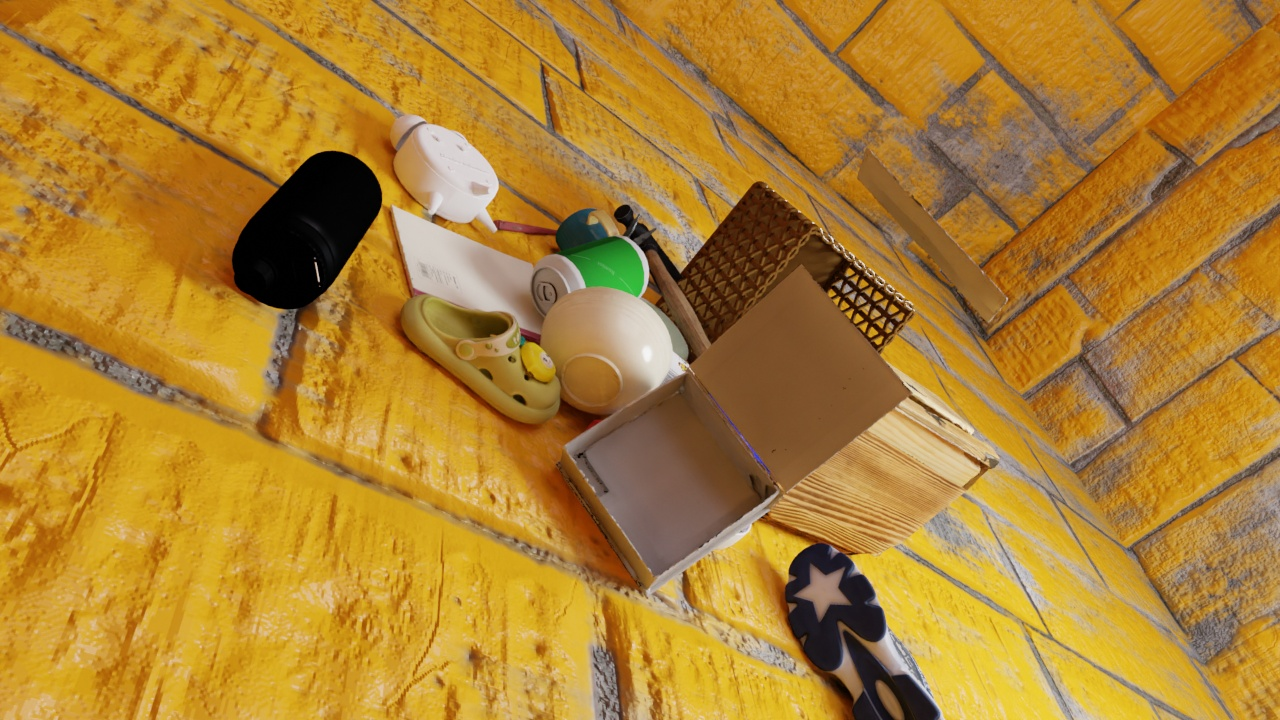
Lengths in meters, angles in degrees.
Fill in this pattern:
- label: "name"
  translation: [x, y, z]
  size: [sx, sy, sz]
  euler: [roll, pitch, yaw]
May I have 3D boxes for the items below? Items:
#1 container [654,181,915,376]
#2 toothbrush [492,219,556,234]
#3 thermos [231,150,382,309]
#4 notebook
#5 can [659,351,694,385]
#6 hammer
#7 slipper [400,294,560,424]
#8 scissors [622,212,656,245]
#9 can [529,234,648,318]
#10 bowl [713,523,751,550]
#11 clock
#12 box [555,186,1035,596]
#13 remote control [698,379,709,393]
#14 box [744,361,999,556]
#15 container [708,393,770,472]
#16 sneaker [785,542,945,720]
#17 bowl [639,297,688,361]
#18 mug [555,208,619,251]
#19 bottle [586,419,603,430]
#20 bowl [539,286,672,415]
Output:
- label: "container"
  translation: [0.198, -0.075, 1.326]
  size: [0.219, 0.252, 0.214]
  euler: [32, 15, -27]
- label: "toothbrush"
  translation: [-0.142, -0.186, 1.288]
  size: [0.016, 0.016, 0.189]
  euler: [54, 25, 15]
- label: "thermos"
  translation: [-0.303, -0.117, 0.836]
  size: [0.086, 0.086, 0.198]
  euler: [37, 26, -20]
- label: "notebook"
  translation: [-0.191, -0.095, 1.075]
  size: [0.208, 0.012, 0.153]
  euler: [21, 35, -43]
- label: "can"
  translation: [-0.007, 0.007, 1.092]
  size: [0.116, 0.087, 0.086]
  euler: [40, 25, -13]
- label: "hammer"
  translation: [0.047, -0.084, 1.241]
  size: [0.132, 0.040, 0.305]
  euler: [50, 10, -45]
- label: "slipper"
  translation: [-0.150, -0.016, 0.936]
  size: [0.190, 0.082, 0.091]
  euler: [36, 24, -16]
- label: "scissors"
  translation: [-0.044, -0.117, 1.205]
  size: [0.012, 0.163, 0.154]
  euler: [163, -83, -80]
- label: "can"
  translation: [-0.061, -0.099, 1.124]
  size: [0.139, 0.088, 0.088]
  euler: [-25, 71, -43]
- label: "bowl"
  translation: [0.070, 0.168, 1.033]
  size: [0.105, 0.054, 0.104]
  euler: [34, 26, -20]
- label: "clock"
  translation: [-0.239, -0.242, 1.150]
  size: [0.125, 0.073, 0.161]
  euler: [10, 42, -52]
- label: "box"
  translation: [0.150, 0.027, 0.915]
  size: [0.166, 0.478, 0.119]
  euler: [53, 1, 16]
- label: "remote control"
  translation: [0.080, 0.048, 1.201]
  size: [0.124, 0.046, 0.009]
  euler: [21, -22, 18]
- label: "box"
  translation: [0.275, 0.123, 1.208]
  size: [0.279, 0.245, 0.168]
  euler: [28, 21, -35]
- label: "container"
  translation: [0.103, 0.082, 1.026]
  size: [0.058, 0.096, 0.114]
  euler: [12, 49, -20]
- label: "sneaker"
  translation: [0.264, 0.338, 1.055]
  size: [0.132, 0.103, 0.269]
  euler: [35, 23, -58]
- label: "bowl"
  translation: [0.002, -0.024, 1.212]
  size: [0.117, 0.061, 0.117]
  euler: [36, 25, -20]
- label: "mug"
  translation: [-0.057, -0.158, 1.268]
  size: [0.083, 0.114, 0.107]
  euler: [-19, 60, -24]
- label: "bottle"
  translation: [0.008, 0.093, 1.038]
  size: [0.176, 0.062, 0.062]
  euler: [14, 39, -50]
- label: "bowl"
  translation: [-0.045, 0.003, 0.999]
  size: [0.150, 0.151, 0.075]
  euler: [40, 33, -13]
